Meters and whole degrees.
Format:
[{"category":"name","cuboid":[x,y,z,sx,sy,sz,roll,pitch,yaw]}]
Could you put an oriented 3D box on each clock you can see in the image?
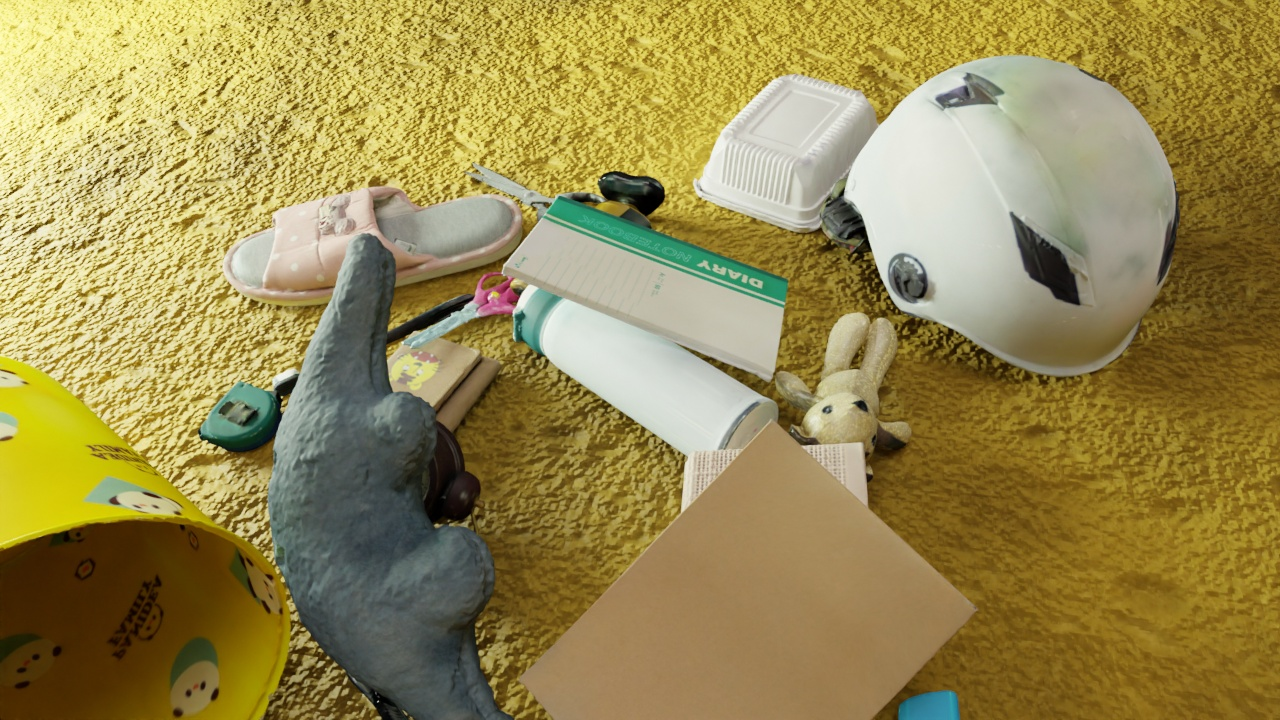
[{"category":"clock","cuboid":[-0.158,0.086,0.627,0.082,0.055,0.122,-40,84,2]}]

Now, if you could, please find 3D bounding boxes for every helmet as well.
[{"category":"helmet","cuboid":[0.295,-0.130,0.689,0.228,0.146,0.258,-15,61,-16]}]

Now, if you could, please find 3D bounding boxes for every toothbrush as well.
[{"category":"toothbrush","cuboid":[-0.221,-0.016,0.769,0.181,0.016,0.018,-27,42,-15]}]

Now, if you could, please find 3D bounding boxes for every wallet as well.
[{"category":"wallet","cuboid":[-0.174,0.030,0.713,0.090,0.033,0.115,16,49,21]}]

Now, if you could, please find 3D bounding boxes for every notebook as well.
[{"category":"notebook","cuboid":[0.013,-0.064,0.716,0.209,0.012,0.150,21,34,0]},{"category":"notebook","cuboid":[0.053,0.158,0.505,0.211,0.012,0.149,-46,69,1]}]

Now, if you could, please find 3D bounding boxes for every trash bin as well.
[{"category":"trash bin","cuboid":[-0.371,0.127,0.531,0.255,0.230,0.229,31,58,36]}]

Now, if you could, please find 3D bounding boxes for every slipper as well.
[{"category":"slipper","cuboid":[-0.243,-0.113,0.831,0.274,0.054,0.114,-8,48,-1]}]

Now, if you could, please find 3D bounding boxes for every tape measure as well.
[{"category":"tape measure","cuboid":[-0.311,0.044,0.719,0.054,0.025,0.058,14,52,19]}]

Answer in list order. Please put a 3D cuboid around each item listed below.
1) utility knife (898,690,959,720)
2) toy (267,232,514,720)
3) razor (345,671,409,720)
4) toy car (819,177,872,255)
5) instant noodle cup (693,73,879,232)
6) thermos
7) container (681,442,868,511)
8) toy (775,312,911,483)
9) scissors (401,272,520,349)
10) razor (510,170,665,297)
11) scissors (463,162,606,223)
[{"category":"utility knife","cuboid":[0.154,0.269,0.469,0.034,0.018,0.202,3,50,8]},{"category":"toy","cuboid":[-0.151,0.104,0.544,0.138,0.091,0.356,-26,76,16]},{"category":"razor","cuboid":[-0.135,0.226,0.538,0.043,0.022,0.143,-50,57,3]},{"category":"toy car","cuboid":[0.232,-0.134,0.800,0.158,0.042,0.070,-16,52,-14]},{"category":"instant noodle cup","cuboid":[0.144,-0.207,0.866,0.138,0.060,0.173,25,54,26]},{"category":"thermos","cuboid":[-0.004,0.004,0.691,0.224,0.073,0.073,33,59,30]},{"category":"container","cuboid":[0.084,0.108,0.575,0.111,0.090,0.089,-1,48,10]},{"category":"toy","cuboid":[0.152,0.020,0.658,0.105,0.066,0.156,29,43,1]},{"category":"scissors","cuboid":[-0.145,-0.041,0.763,0.064,0.017,0.135,38,47,26]},{"category":"razor","cuboid":[-0.048,-0.107,0.798,0.167,0.062,0.067,-44,97,-27]},{"category":"scissors","cuboid":[-0.110,-0.152,0.877,0.173,0.014,0.142,0,48,6]}]
